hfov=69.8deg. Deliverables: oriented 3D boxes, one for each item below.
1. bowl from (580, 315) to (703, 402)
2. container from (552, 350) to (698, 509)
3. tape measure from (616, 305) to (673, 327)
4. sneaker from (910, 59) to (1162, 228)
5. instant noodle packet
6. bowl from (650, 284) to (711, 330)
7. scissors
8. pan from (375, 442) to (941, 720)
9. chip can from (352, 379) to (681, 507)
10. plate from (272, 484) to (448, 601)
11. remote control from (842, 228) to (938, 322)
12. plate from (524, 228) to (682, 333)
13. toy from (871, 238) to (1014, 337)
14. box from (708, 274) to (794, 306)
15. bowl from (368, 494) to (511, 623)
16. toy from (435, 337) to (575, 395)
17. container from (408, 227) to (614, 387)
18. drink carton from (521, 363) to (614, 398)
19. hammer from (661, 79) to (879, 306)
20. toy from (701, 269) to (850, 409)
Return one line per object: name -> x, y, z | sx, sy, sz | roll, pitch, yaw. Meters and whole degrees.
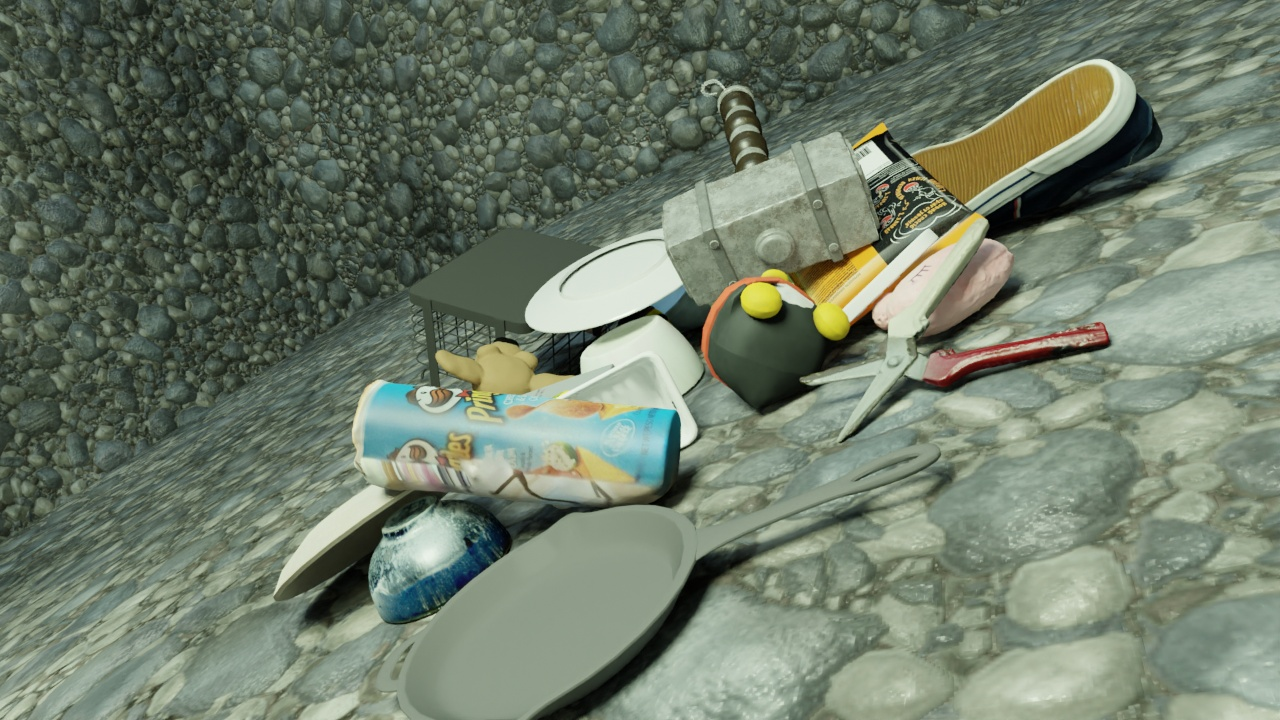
bowl -> -0.005, 0.005, 0.867 | 0.116, 0.066, 0.116 | -26, 15, 7
container -> -0.028, 0.053, 0.733 | 0.129, 0.081, 0.049 | -28, 4, -2
tape measure -> 0.007, -0.026, 0.954 | 0.067, 0.062, 0.038 | -11, 21, 49
sneaker -> 0.325, -0.153, 0.834 | 0.295, 0.127, 0.120 | -26, 48, 48
instant noodle packet -> 0.198, -0.124, 0.844 | 0.160, 0.032, 0.220 | -40, 33, 16
bowl -> 0.063, -0.093, 1.015 | 0.151, 0.074, 0.150 | -44, 31, 35
scissors -> 0.204, -0.025, 0.618 | 0.199, 0.015, 0.178 | -9, 49, 31
pan -> 0.004, 0.126, 0.529 | 0.355, 0.024, 0.216 | -25, 15, 12
chip can -> -0.088, 0.063, 0.660 | 0.230, 0.080, 0.079 | 5, 23, 11
plate -> -0.224, 0.130, 0.762 | 0.188, 0.027, 0.189 | -37, -6, -5
remote control -> 0.186, -0.054, 0.743 | 0.137, 0.013, 0.043 | -45, -8, 13
plate -> -0.025, -0.091, 0.936 | 0.209, 0.015, 0.208 | -20, 26, 10
toy -> 0.225, -0.052, 0.704 | 0.108, 0.053, 0.105 | -34, 1, -17
box -> 0.135, -0.080, 0.928 | 0.130, 0.064, 0.187 | 23, 35, 12
bowl -> -0.162, 0.140, 0.700 | 0.114, 0.061, 0.114 | -25, 16, 8
toy -> -0.136, 0.032, 0.878 | 0.105, 0.134, 0.108 | -94, 22, -46
container -> -0.144, -0.047, 1.081 | 0.163, 0.130, 0.240 | 16, 35, 22
drink carton -> -0.072, 0.057, 0.803 | 0.125, 0.076, 0.048 | -19, 17, 14
hammer -> 0.107, -0.198, 0.892 | 0.177, 0.079, 0.325 | -20, 39, 14
toy -> 0.093, -0.023, 0.724 | 0.119, 0.097, 0.100 | -118, 46, -64
